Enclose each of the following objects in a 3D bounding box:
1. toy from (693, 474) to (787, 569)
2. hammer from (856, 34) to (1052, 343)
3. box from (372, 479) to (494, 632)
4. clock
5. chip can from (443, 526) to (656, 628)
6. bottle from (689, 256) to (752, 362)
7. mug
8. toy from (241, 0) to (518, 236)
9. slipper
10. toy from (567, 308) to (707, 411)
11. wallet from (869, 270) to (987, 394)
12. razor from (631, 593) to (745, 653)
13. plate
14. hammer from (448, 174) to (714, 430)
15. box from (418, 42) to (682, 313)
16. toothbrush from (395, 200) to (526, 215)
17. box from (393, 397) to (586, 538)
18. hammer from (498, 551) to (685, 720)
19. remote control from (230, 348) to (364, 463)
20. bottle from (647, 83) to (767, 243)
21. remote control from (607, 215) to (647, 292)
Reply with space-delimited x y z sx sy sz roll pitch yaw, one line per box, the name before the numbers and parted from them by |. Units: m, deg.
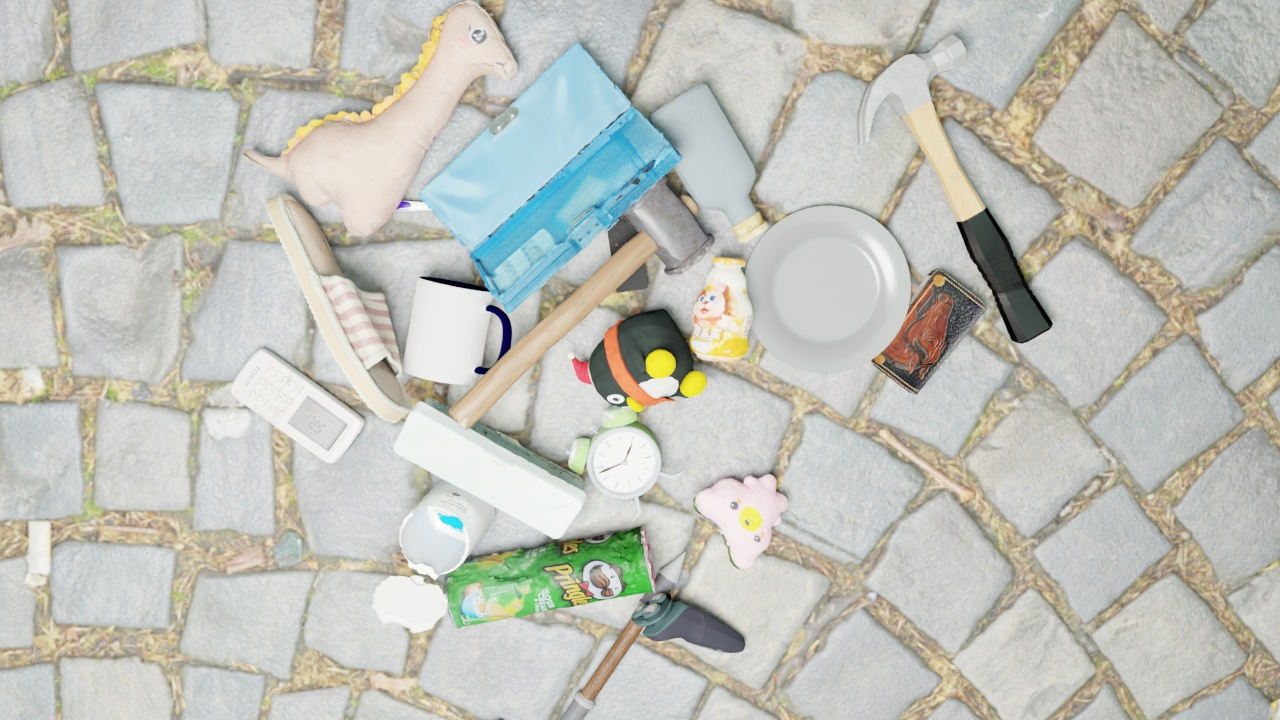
toy | 0.116 0.167 0.999 0.093 0.050 0.102 -31 101 -3
hammer | 0.342 -0.168 0.969 0.131 0.039 0.328 -30 98 3
box | -0.209 0.195 0.939 0.084 0.159 0.119 26 103 2
clock | -0.024 0.102 0.989 0.094 0.042 0.119 -43 98 3
chip can | -0.098 0.233 0.988 0.223 0.075 0.075 -10 98 0
bottle | 0.087 -0.054 0.961 0.063 0.063 0.108 5 97 -3
mug | -0.183 -0.028 0.940 0.112 0.078 0.097 14 98 20
toy | -0.255 -0.259 0.922 0.196 0.065 0.264 30 93 -6
slipper | -0.288 -0.060 0.899 0.052 0.115 0.263 -32 76 1
toy | -0.006 0.006 0.952 0.119 0.097 0.099 -30 54 25
wallet | 0.309 -0.030 0.994 0.072 0.019 0.123 37 95 -2
razor | 0.057 0.295 1.005 0.143 0.047 0.052 29 63 -26
plate | 0.198 -0.075 0.983 0.178 0.012 0.178 0 95 1
hammer | -0.064 -0.054 0.921 0.328 0.052 0.098 -43 105 -11
box | -0.090 -0.180 0.926 0.232 0.066 0.173 -40 73 8
toothbrush | -0.197 -0.161 0.960 0.186 0.015 0.016 1 98 -2
box | -0.150 0.102 0.965 0.199 0.096 0.086 31 121 -5
hammer | -0.041 0.348 1.027 0.156 0.043 0.322 33 93 -6
remote control | -0.364 0.048 0.977 0.138 0.025 0.060 37 95 -6
bottle | 0.078 -0.198 0.949 0.072 0.046 0.161 -31 98 2
remote control | -0.020 -0.148 0.969 0.034 0.013 0.150 -9 98 -1
